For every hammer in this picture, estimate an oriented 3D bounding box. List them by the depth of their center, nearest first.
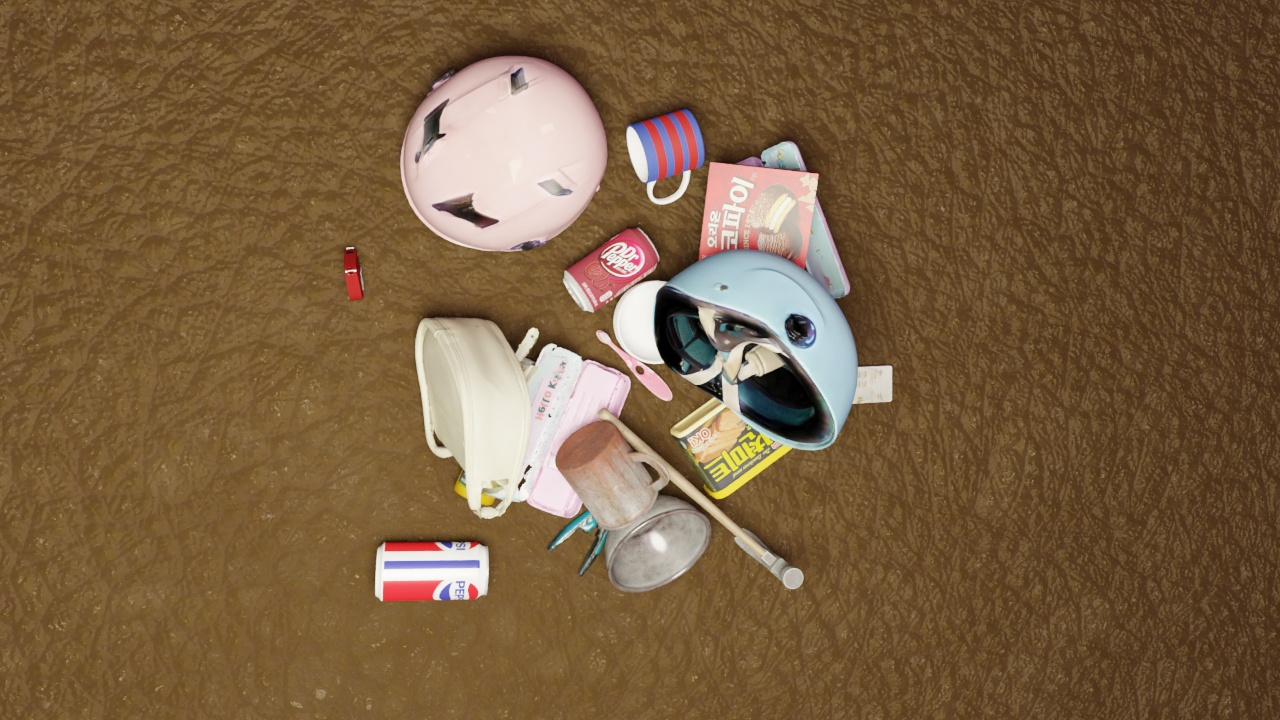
[{"bbox_3d":[0.069,0.174,1.172,0.331,0.119,0.030,40,85,-13],"label":"hammer"}]

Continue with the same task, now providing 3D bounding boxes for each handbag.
[{"bbox_3d":[-0.177,0.055,1.065,0.131,0.229,0.184,0,106,-25],"label":"handbag"}]

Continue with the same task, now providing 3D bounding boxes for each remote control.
[{"bbox_3d":[0.284,0.035,1.269,0.135,0.011,0.050,-2,95,-13],"label":"remote control"}]

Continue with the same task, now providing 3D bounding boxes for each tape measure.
[{"bbox_3d":[-0.341,-0.101,1.096,0.019,0.059,0.051,-8,126,-13],"label":"tape measure"}]

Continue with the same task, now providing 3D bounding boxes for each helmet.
[{"bbox_3d":[0.150,-0.023,1.074,0.265,0.226,0.166,44,70,8],"label":"helmet"},{"bbox_3d":[-0.160,-0.240,1.080,0.255,0.152,0.230,-21,102,-5],"label":"helmet"}]

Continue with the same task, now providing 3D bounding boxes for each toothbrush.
[{"bbox_3d":[-0.007,0.007,1.196,0.135,0.016,0.021,43,84,-12],"label":"toothbrush"}]

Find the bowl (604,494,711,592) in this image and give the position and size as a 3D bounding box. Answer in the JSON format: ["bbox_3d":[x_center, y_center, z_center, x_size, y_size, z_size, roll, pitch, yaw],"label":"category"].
[{"bbox_3d":[0.012,0.223,1.175,0.144,0.067,0.145,-17,134,-19],"label":"bowl"}]

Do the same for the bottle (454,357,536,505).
[{"bbox_3d":[-0.172,0.086,1.145,0.053,0.053,0.186,24,89,-14],"label":"bottle"}]

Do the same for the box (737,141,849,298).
[{"bbox_3d":[0.188,-0.166,1.183,0.089,0.093,0.214,-28,100,-30],"label":"box"}]

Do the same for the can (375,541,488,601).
[{"bbox_3d":[-0.256,0.259,1.131,0.132,0.070,0.070,2,94,-13],"label":"can"}]

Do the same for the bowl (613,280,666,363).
[{"bbox_3d":[0.015,-0.051,1.177,0.104,0.054,0.105,-2,99,-13],"label":"bowl"}]

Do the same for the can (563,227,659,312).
[{"bbox_3d":[-0.037,-0.114,1.156,0.114,0.063,0.063,-35,101,-8],"label":"can"}]

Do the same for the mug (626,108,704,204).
[{"bbox_3d":[0.034,-0.254,1.164,0.076,0.075,0.112,-19,124,-11],"label":"mug"}]

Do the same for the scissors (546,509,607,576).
[{"bbox_3d":[-0.060,0.217,1.199,0.150,0.019,0.120,-14,97,-13],"label":"scissors"}]

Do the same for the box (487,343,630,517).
[{"bbox_3d":[-0.106,0.089,1.156,0.155,0.059,0.201,24,88,-33],"label":"box"}]

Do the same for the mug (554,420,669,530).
[{"bbox_3d":[-0.028,0.135,1.113,0.123,0.096,0.110,-19,125,26],"label":"mug"}]

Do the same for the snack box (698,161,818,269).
[{"bbox_3d":[0.146,-0.166,1.155,0.133,0.035,0.152,9,105,10],"label":"snack box"}]

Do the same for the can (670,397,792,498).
[{"bbox_3d":[0.119,0.100,1.206,0.130,0.072,0.101,-35,98,-8],"label":"can"}]
